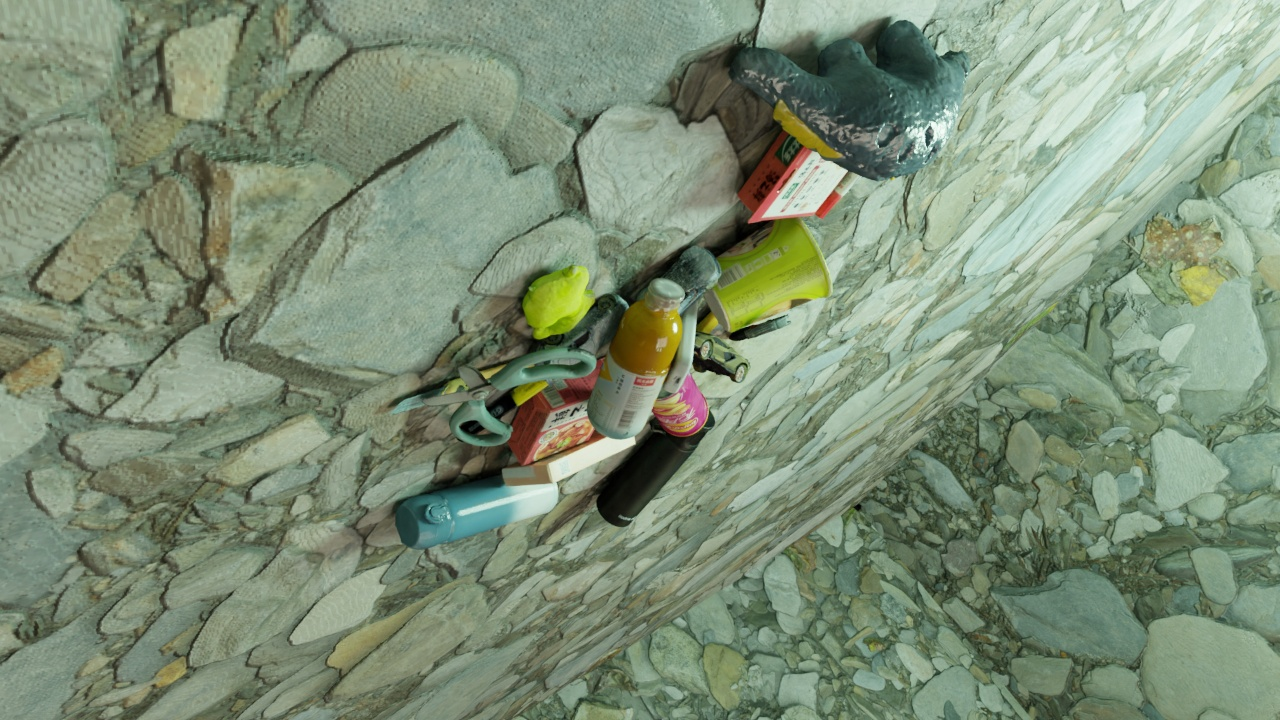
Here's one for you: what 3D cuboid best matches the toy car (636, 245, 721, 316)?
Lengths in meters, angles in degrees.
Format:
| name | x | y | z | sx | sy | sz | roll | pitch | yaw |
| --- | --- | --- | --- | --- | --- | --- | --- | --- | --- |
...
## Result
| name | x | y | z | sx | sy | sz | roll | pitch | yaw |
| --- | --- | --- | --- | --- | --- | --- | --- | --- | --- |
| toy car | 0.037 | -0.077 | 0.977 | 0.106 | 0.049 | 0.031 | -43 | 155 | 14 |

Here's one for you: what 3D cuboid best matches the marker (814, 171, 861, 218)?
| name | x | y | z | sx | sy | sz | roll | pitch | yaw |
| --- | --- | --- | --- | --- | --- | --- | --- | --- | --- |
| marker | 0.255 | -0.222 | 1.063 | 0.145 | 0.017 | 0.017 | -47 | 157 | 23 |

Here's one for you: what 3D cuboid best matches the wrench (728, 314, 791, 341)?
| name | x | y | z | sx | sy | sz | roll | pitch | yaw |
| --- | --- | --- | --- | --- | --- | --- | --- | --- | --- |
| wrench | 0.142 | -0.037 | 1.131 | 0.056 | 0.016 | 0.273 | -19 | 180 | -1 |

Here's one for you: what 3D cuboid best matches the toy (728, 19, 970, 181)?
| name | x | y | z | sx | sy | sz | roll | pitch | yaw |
| --- | --- | --- | --- | --- | --- | --- | --- | --- | --- |
| toy | 0.225 | -0.237 | 0.849 | 0.355 | 0.138 | 0.092 | -20 | 178 | -39 |

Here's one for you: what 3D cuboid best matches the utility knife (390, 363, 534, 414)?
| name | x | y | z | sx | sy | sz | roll | pitch | yaw |
| --- | --- | --- | --- | --- | --- | --- | --- | --- | --- |
| utility knife | -0.159 | 0.019 | 0.921 | 0.204 | 0.021 | 0.031 | -14 | 143 | -37 |

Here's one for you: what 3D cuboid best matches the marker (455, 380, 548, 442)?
| name | x | y | z | sx | sy | sz | roll | pitch | yaw |
| --- | --- | --- | --- | --- | --- | --- | --- | --- | --- |
| marker | -0.146 | 0.049 | 0.987 | 0.124 | 0.018 | 0.015 | -35 | 179 | -2 |

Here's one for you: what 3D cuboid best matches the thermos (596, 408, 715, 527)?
| name | x | y | z | sx | sy | sz | roll | pitch | yaw |
| --- | --- | --- | --- | --- | --- | --- | --- | --- | --- |
| thermos | 0.012 | 0.154 | 1.402 | 0.090 | 0.068 | 0.243 | 19 | 125 | -27 |

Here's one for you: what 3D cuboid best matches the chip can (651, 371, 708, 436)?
| name | x | y | z | sx | sy | sz | roll | pitch | yaw |
| --- | --- | --- | --- | --- | --- | --- | --- | --- | --- |
| chip can | 0.039 | 0.041 | 1.152 | 0.071 | 0.071 | 0.210 | -37 | 161 | -1 |

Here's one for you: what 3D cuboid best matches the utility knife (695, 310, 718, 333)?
| name | x | y | z | sx | sy | sz | roll | pitch | yaw |
| --- | --- | --- | --- | --- | --- | --- | --- | --- | --- |
| utility knife | 0.093 | -0.055 | 1.150 | 0.217 | 0.015 | 0.033 | -45 | 157 | 25 |

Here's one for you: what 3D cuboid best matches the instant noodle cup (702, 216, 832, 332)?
| name | x | y | z | sx | sy | sz | roll | pitch | yaw |
| --- | --- | --- | --- | --- | --- | --- | --- | --- | --- |
| instant noodle cup | 0.133 | -0.093 | 1.030 | 0.123 | 0.111 | 0.112 | -28 | 158 | -3 |

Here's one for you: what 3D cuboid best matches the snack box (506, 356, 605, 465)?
| name | x | y | z | sx | sy | sz | roll | pitch | yaw |
| --- | --- | --- | --- | --- | --- | --- | --- | --- | --- |
| snack box | -0.082 | 0.057 | 1.069 | 0.126 | 0.044 | 0.113 | -20 | 153 | -38 |

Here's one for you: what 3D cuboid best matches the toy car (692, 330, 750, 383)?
| name | x | y | z | sx | sy | sz | roll | pitch | yaw |
| --- | --- | --- | --- | --- | --- | --- | --- | --- | --- |
| toy car | 0.078 | -0.012 | 1.120 | 0.158 | 0.070 | 0.042 | 29 | 80 | -52 |

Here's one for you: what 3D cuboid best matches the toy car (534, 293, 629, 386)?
| name | x | y | z | sx | sy | sz | roll | pitch | yaw |
| --- | --- | --- | --- | --- | --- | --- | --- | --- | --- |
| toy car | -0.058 | -0.021 | 0.947 | 0.120 | 0.037 | 0.054 | -38 | 154 | -20 |

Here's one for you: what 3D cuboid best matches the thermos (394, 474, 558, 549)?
| name | x | y | z | sx | sy | sz | roll | pitch | yaw |
| --- | --- | --- | --- | --- | --- | --- | --- | --- | --- |
| thermos | -0.195 | 0.177 | 1.108 | 0.220 | 0.070 | 0.070 | -8 | 144 | -52 |

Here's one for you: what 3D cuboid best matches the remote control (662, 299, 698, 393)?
| name | x | y | z | sx | sy | sz | roll | pitch | yaw |
| --- | --- | --- | --- | --- | --- | --- | --- | --- | --- |
| remote control | 0.046 | -0.027 | 1.010 | 0.020 | 0.135 | 0.056 | 16 | 136 | -8 |

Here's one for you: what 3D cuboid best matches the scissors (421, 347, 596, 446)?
| name | x | y | z | sx | sy | sz | roll | pitch | yaw |
| --- | --- | --- | --- | --- | --- | --- | --- | --- | --- |
| scissors | -0.122 | 0.035 | 0.911 | 0.170 | 0.019 | 0.171 | -16 | 151 | -3 |

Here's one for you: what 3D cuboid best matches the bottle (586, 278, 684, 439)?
| name | x | y | z | sx | sy | sz | roll | pitch | yaw |
| --- | --- | --- | --- | --- | --- | --- | --- | --- | --- |
| bottle | -0.002 | -0.001 | 0.962 | 0.067 | 0.068 | 0.190 | -17 | 141 | -42 |

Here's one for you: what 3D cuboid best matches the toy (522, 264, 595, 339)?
| name | x | y | z | sx | sy | sz | roll | pitch | yaw |
| --- | --- | --- | --- | --- | --- | --- | --- | --- | --- |
| toy | -0.078 | -0.053 | 0.870 | 0.097 | 0.031 | 0.100 | -44 | 158 | 21 |

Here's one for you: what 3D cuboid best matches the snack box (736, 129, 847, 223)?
| name | x | y | z | sx | sy | sz | roll | pitch | yaw |
| --- | --- | --- | --- | --- | --- | --- | --- | --- | --- |
| snack box | 0.161 | -0.198 | 0.930 | 0.126 | 0.044 | 0.113 | -15 | 150 | -47 |

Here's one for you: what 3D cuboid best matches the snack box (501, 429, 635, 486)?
| name | x | y | z | sx | sy | sz | roll | pitch | yaw |
| --- | --- | --- | --- | --- | --- | --- | --- | --- | --- |
| snack box | -0.087 | 0.118 | 1.135 | 0.085 | 0.026 | 0.156 | -10 | -173 | 41 |
